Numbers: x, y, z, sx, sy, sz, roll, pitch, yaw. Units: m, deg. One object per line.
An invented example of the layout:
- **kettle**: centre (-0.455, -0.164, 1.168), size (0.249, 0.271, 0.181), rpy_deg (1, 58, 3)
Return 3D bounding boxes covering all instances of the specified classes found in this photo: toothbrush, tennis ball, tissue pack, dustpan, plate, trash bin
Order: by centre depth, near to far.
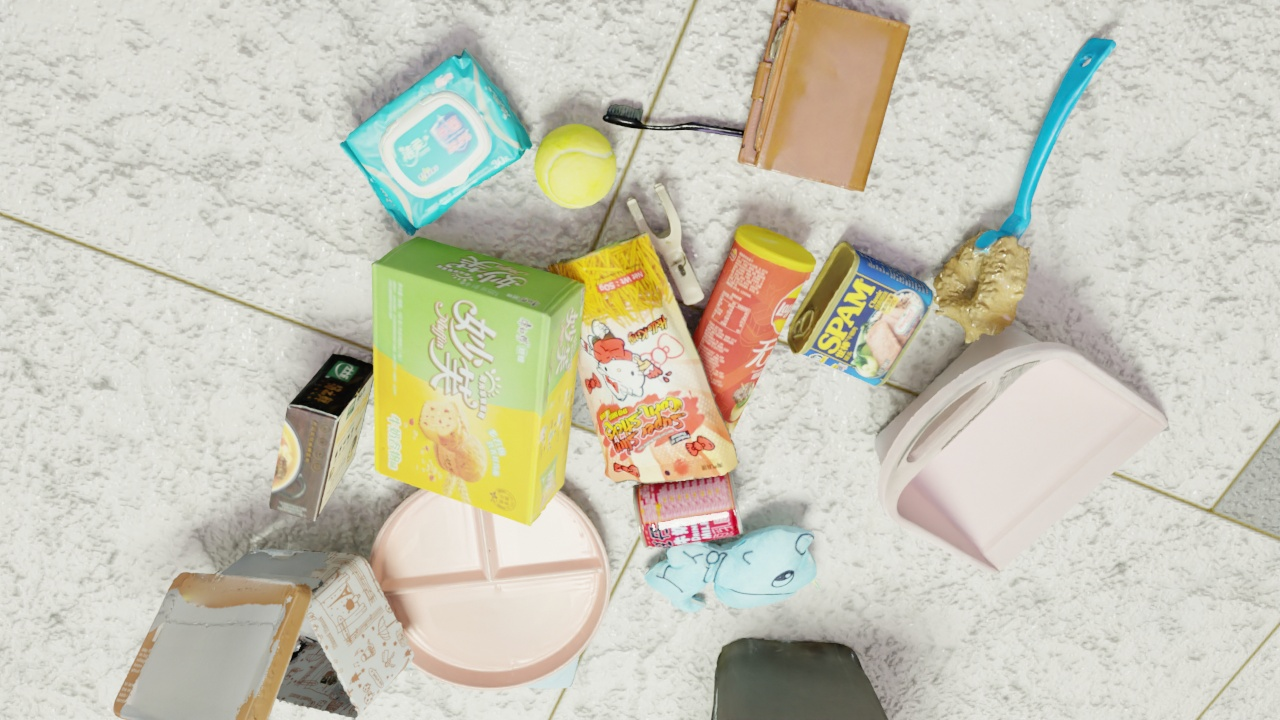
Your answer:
- **tennis ball**: centre (-0.051, -0.154, 0.728), size (0.065, 0.065, 0.065), rpy_deg (0, 113, 0)
- **tissue pack**: centre (-0.162, -0.171, 0.729), size (0.134, 0.050, 0.093), rpy_deg (-33, 110, 14)
- **toothbrush**: centre (0.064, -0.188, 0.743), size (0.189, 0.014, 0.016), rpy_deg (6, 89, -4)
- **dustpan**: centre (0.323, 0.091, 0.793), size (0.273, 0.138, 0.223), rpy_deg (34, 108, -13)
- **plate**: centre (-0.144, 0.210, 0.880), size (0.229, 0.028, 0.230), rpy_deg (-1, 104, -4)
- **trash bin**: centre (0.151, 0.402, 0.883), size (0.198, 0.219, 0.199), rpy_deg (3, 114, -2)

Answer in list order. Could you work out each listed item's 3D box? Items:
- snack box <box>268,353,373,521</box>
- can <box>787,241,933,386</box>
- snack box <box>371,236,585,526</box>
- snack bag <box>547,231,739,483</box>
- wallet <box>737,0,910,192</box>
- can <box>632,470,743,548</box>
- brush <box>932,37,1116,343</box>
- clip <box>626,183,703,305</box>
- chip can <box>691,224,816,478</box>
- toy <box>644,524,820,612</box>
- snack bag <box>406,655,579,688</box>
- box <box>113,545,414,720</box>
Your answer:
- **snack box**: centre (-0.267, 0.055, 0.793), size (0.053, 0.113, 0.126), rpy_deg (16, 111, -6)
- **can**: centre (0.187, -0.038, 0.783), size (0.083, 0.057, 0.102), rpy_deg (23, 112, -12)
- **snack box**: centre (-0.139, 0.019, 0.765), size (0.158, 0.069, 0.210), rpy_deg (17, 121, 14)
- **snack bag**: centre (-0.005, 0.004, 0.768), size (0.129, 0.073, 0.208), rpy_deg (-12, 100, 32)
- **wallet**: centre (0.142, -0.207, 0.718), size (0.108, 0.031, 0.132), rpy_deg (11, 105, -5)
- **can**: centre (0.044, 0.136, 0.852), size (0.094, 0.066, 0.066), rpy_deg (-11, 113, 4)
- **brush**: centre (0.310, -0.135, 0.739), size (0.045, 0.083, 0.255), rpy_deg (14, 106, -24)
- **clip**: centre (0.025, -0.097, 0.767), size (0.035, 0.071, 0.100), rpy_deg (-27, 105, 5)
- **chip can**: centre (0.074, -0.004, 0.788), size (0.073, 0.073, 0.217), rpy_deg (19, 112, -8)
- **toy**: centre (0.096, 0.205, 0.889), size (0.156, 0.049, 0.162), rpy_deg (20, 128, -16)
- **snack bag**: centre (-0.154, 0.281, 0.932), size (0.191, 0.038, 0.110), rpy_deg (11, 105, -6)
- **box**: centre (-0.341, 0.264, 0.809), size (0.183, 0.186, 0.155), rpy_deg (-5, 117, 34)
